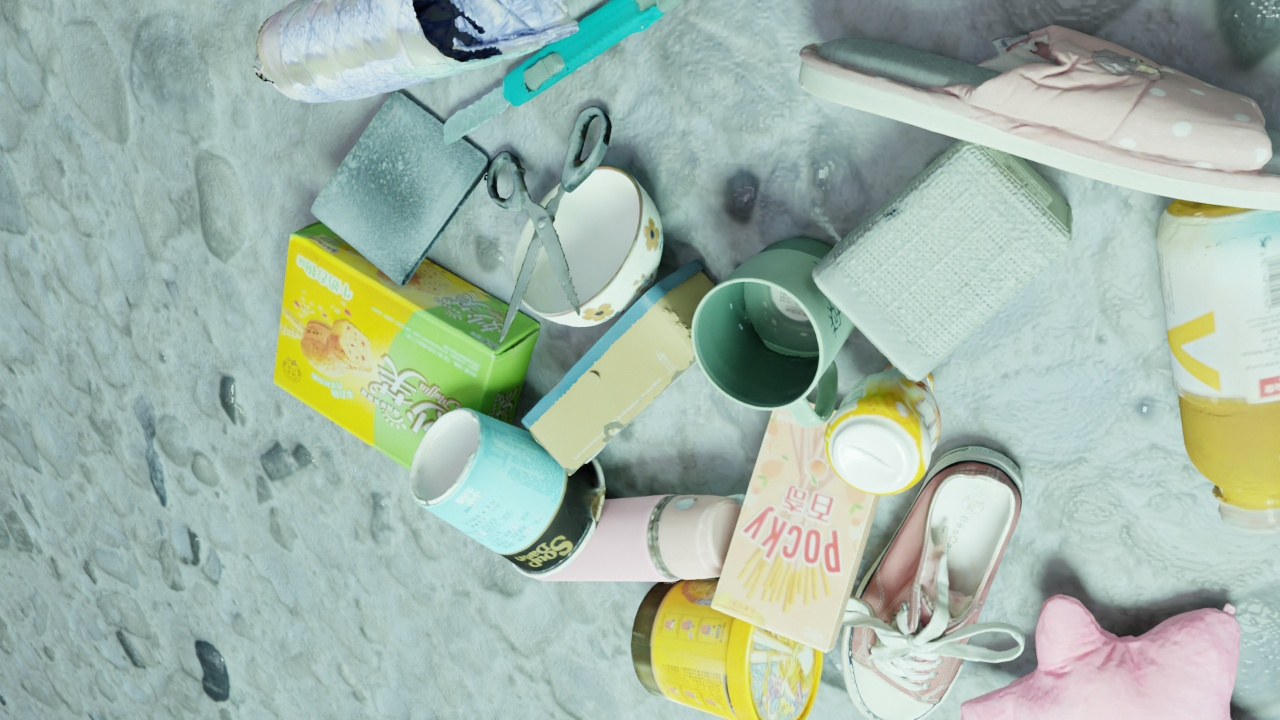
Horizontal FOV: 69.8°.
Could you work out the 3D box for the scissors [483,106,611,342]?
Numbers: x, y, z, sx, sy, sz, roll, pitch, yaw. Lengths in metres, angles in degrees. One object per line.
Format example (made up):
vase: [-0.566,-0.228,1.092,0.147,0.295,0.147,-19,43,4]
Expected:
scissors: [-0.070,-0.098,0.635,0.159,0.014,0.181,27,88,43]

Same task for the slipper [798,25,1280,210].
slipper: [0.211,-0.135,0.464,0.275,0.113,0.054,22,123,25]

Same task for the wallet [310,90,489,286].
wallet: [-0.185,-0.133,0.707,0.097,0.019,0.121,38,96,7]

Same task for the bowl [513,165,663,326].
bowl: [-0.027,-0.071,0.638,0.114,0.113,0.062,-17,147,33]

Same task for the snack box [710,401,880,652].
snack box: [0.113,0.109,0.628,0.084,0.026,0.157,16,83,22]

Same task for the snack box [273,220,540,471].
snack box: [-0.203,-0.005,0.772,0.210,0.069,0.158,30,123,14]

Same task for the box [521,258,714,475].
box: [-0.004,0.004,0.658,0.060,0.089,0.185,46,123,4]

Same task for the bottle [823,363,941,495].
bottle: [0.156,0.036,0.572,0.063,0.108,0.063,12,118,23]

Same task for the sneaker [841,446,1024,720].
sneaker: [0.192,0.173,0.628,0.118,0.087,0.241,23,121,17]

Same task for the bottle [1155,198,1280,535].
bottle: [0.323,0.003,0.490,0.068,0.067,0.189,-7,109,31]

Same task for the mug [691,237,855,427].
mug: [0.096,-0.016,0.581,0.082,0.106,0.112,-21,100,33]

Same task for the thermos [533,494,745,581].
thermos: [-0.003,0.136,0.728,0.199,0.087,0.067,-13,105,39]

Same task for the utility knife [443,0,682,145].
utility knife: [-0.064,-0.202,0.635,0.217,0.013,0.029,-23,94,32]

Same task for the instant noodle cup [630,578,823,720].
instant noodle cup: [0.065,0.221,0.708,0.115,0.118,0.118,-5,110,38]

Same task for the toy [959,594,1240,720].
toy: [0.330,0.229,0.591,0.194,0.074,0.179,33,114,8]

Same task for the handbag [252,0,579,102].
handbag: [-0.145,-0.217,0.586,0.194,0.133,0.075,3,117,43]

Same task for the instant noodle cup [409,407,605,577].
instant noodle cup: [-0.106,0.094,0.702,0.111,0.111,0.120,-21,139,34]

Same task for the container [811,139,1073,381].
container: [0.177,-0.065,0.528,0.090,0.090,0.115,46,122,2]
